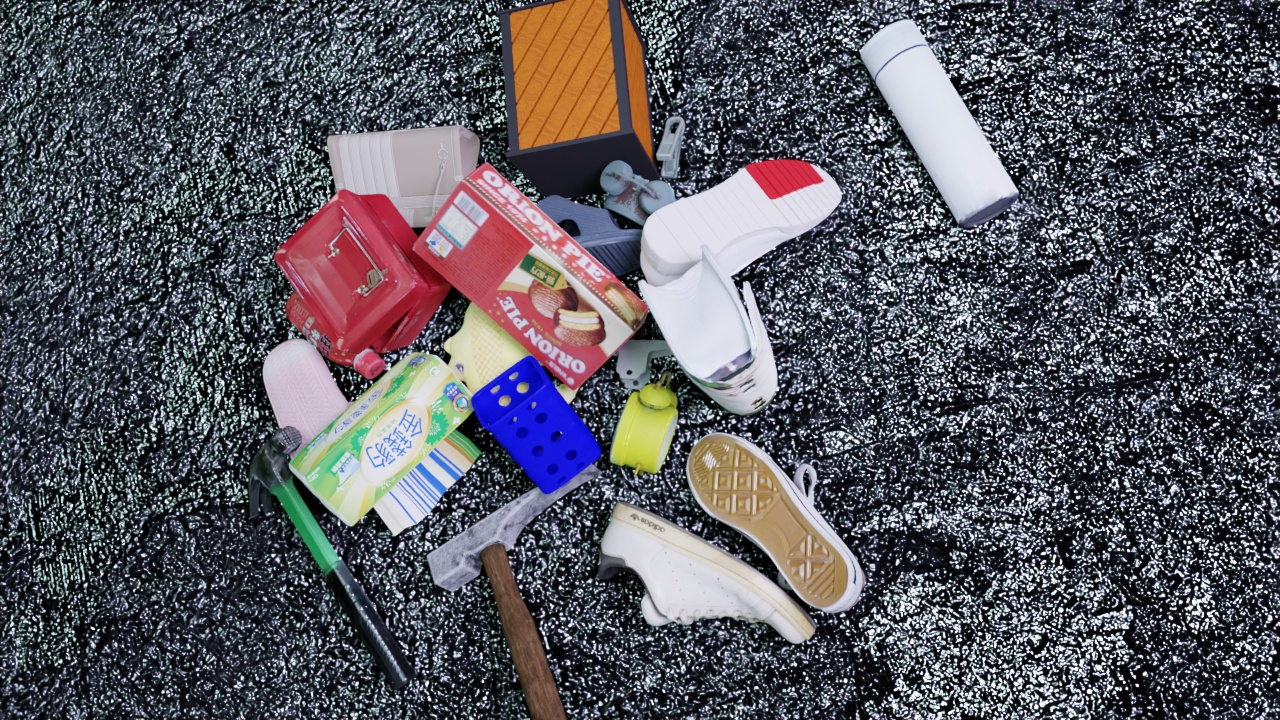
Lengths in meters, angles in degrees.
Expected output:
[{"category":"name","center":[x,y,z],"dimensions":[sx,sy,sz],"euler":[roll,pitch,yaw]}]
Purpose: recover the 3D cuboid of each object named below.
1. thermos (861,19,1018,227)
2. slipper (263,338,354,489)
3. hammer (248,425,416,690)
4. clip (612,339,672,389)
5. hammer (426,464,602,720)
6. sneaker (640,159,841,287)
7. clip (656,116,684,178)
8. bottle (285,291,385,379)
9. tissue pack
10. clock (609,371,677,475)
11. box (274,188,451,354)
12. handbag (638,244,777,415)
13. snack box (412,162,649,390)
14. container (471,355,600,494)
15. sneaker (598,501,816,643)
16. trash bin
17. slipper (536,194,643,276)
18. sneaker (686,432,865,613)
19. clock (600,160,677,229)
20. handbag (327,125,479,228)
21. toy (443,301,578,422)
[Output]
[{"category":"thermos","center":[0.317,-0.255,0.983],"dimensions":[0.068,0.068,0.230],"euler":[-27,76,7]},{"category":"slipper","center":[-0.378,0.077,1.097],"dimensions":[0.107,0.055,0.221],"euler":[-31,85,14]},{"category":"hammer","center":[-0.357,0.237,1.060],"dimensions":[0.130,0.032,0.318],"euler":[-43,78,32]},{"category":"clip","center":[-0.006,0.004,1.043],"dimensions":[0.102,0.044,0.054],"euler":[1,69,15]},{"category":"hammer","center":[-0.090,0.271,0.951],"dimensions":[0.218,0.037,0.300],"euler":[-33,53,7]},{"category":"sneaker","center":[0.105,-0.137,1.006],"dimensions":[0.236,0.104,0.090],"euler":[-26,69,-20]},{"category":"clip","center":[0.036,-0.254,1.071],"dimensions":[0.023,0.061,0.075],"euler":[6,67,13]},{"category":"bottle","center":[-0.364,-0.031,1.110],"dimensions":[0.137,0.062,0.062],"euler":[40,91,16]},{"category":"tissue pack","center":[-0.265,0.104,1.024],"dimensions":[0.197,0.120,0.141],"euler":[-43,112,-13]},{"category":"clock","center":[0.007,0.066,0.993],"dimensions":[0.057,0.083,0.119],"euler":[18,88,10]},{"category":"box","center":[-0.309,-0.102,1.069],"dimensions":[0.137,0.127,0.157],"euler":[-40,76,14]},{"category":"handbag","center":[0.083,-0.023,0.931],"dimensions":[0.096,0.198,0.142],"euler":[-31,76,5]},{"category":"snack box","center":[-0.116,-0.087,0.981],"dimensions":[0.236,0.060,0.113],"euler":[42,125,-7]},{"category":"container","center":[-0.111,0.071,0.991],"dimensions":[0.085,0.113,0.084],"euler":[-37,31,-3]},{"category":"sneaker","center":[0.057,0.239,0.945],"dimensions":[0.242,0.089,0.102],"euler":[27,79,21]},{"category":"trash bin","center":[-0.067,-0.297,1.044],"dimensions":[0.140,0.139,0.171],"euler":[-8,78,12]},{"category":"slipper","center":[-0.105,-0.140,1.055],"dimensions":[0.264,0.101,0.082],"euler":[-4,72,19]},{"category":"sneaker","center":[0.145,0.163,0.943],"dimensions":[0.118,0.087,0.241],"euler":[-54,51,12]},{"category":"clock","center":[0.000,-0.177,1.014],"dimensions":[0.090,0.124,0.053],"euler":[28,90,17]},{"category":"handbag","center":[-0.292,-0.180,1.132],"dimensions":[0.176,0.062,0.198],"euler":[-1,89,14]},{"category":"toy","center":[-0.149,-0.007,1.056],"dimensions":[0.155,0.064,0.170],"euler":[-5,84,-1]}]
